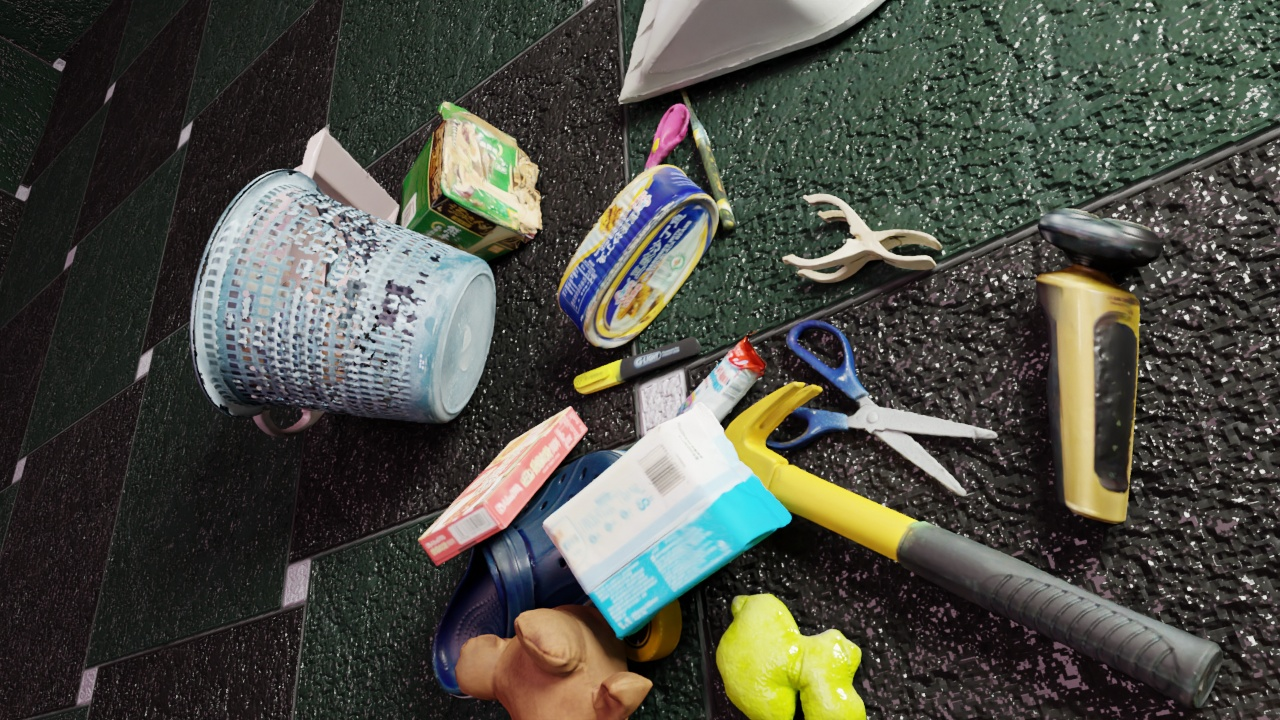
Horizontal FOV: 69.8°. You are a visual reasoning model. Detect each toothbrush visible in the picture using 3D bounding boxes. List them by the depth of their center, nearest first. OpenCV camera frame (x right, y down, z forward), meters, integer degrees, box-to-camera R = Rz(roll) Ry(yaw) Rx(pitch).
[{"bbox_3d":[0.055,-0.178,0.754,0.017,0.012,0.185,-26,55,20],"label":"toothbrush"}]

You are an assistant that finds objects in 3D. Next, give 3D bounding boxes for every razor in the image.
[{"bbox_3d":[0.237,0.000,0.475,0.068,0.062,0.167,152,127,-69],"label":"razor"}]

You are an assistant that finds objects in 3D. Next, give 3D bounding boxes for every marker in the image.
[{"bbox_3d":[-0.004,0.004,0.724,0.124,0.015,0.018,-19,62,35],"label":"marker"}]

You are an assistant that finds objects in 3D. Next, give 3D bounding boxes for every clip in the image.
[{"bbox_3d":[0.139,-0.068,0.611,0.094,0.035,0.102,-51,53,8],"label":"clip"}]

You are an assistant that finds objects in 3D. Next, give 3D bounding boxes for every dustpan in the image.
[{"bbox_3d":[0.114,-0.334,0.762,0.258,0.142,0.222,153,133,-66],"label":"dustpan"},{"bbox_3d":[-0.324,-0.064,0.950,0.139,0.222,0.273,42,88,10],"label":"dustpan"}]

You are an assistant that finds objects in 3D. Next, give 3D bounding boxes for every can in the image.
[{"bbox_3d":[-0.002,-0.079,0.719,0.148,0.074,0.049,-52,49,14],"label":"can"}]

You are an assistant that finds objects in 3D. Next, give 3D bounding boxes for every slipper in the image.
[{"bbox_3d":[-0.085,0.153,0.678,0.253,0.095,0.105,-48,49,20],"label":"slipper"}]

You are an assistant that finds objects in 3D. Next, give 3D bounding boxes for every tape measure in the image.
[{"bbox_3d":[0.005,0.175,0.627,0.057,0.028,0.060,52,125,39],"label":"tape measure"}]

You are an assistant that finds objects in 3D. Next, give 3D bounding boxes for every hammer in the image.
[{"bbox_3d":[0.153,0.102,0.513,0.301,0.032,0.129,22,98,44],"label":"hammer"}]

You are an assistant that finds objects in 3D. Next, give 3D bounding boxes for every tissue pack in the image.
[{"bbox_3d":[0.013,0.101,0.566,0.140,0.063,0.090,-42,76,22],"label":"tissue pack"}]

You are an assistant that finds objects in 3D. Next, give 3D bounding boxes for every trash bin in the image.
[{"bbox_3d":[-0.242,-0.037,0.812,0.195,0.227,0.226,14,79,6],"label":"trash bin"}]

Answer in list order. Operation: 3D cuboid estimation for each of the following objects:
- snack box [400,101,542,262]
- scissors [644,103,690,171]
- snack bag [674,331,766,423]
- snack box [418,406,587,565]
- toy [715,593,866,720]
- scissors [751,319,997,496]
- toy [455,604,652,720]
[{"bbox_3d":[-0.173,-0.155,0.884,0.106,0.117,0.118,-32,50,35],"label":"snack box"},{"bbox_3d":[0.005,-0.157,0.784,0.133,0.017,0.054,-59,27,16],"label":"scissors"},{"bbox_3d":[0.054,0.025,0.650,0.105,0.026,0.045,-51,31,17],"label":"snack bag"},{"bbox_3d":[-0.101,0.092,0.698,0.075,0.025,0.152,-31,10,29],"label":"snack box"},{"bbox_3d":[0.085,0.186,0.547,0.100,0.031,0.096,-18,62,36],"label":"toy"},{"bbox_3d":[0.134,0.038,0.582,0.155,0.012,0.166,-37,50,25],"label":"scissors"},{"bbox_3d":[-0.042,0.254,0.568,0.141,0.130,0.199,-39,68,44],"label":"toy"}]
